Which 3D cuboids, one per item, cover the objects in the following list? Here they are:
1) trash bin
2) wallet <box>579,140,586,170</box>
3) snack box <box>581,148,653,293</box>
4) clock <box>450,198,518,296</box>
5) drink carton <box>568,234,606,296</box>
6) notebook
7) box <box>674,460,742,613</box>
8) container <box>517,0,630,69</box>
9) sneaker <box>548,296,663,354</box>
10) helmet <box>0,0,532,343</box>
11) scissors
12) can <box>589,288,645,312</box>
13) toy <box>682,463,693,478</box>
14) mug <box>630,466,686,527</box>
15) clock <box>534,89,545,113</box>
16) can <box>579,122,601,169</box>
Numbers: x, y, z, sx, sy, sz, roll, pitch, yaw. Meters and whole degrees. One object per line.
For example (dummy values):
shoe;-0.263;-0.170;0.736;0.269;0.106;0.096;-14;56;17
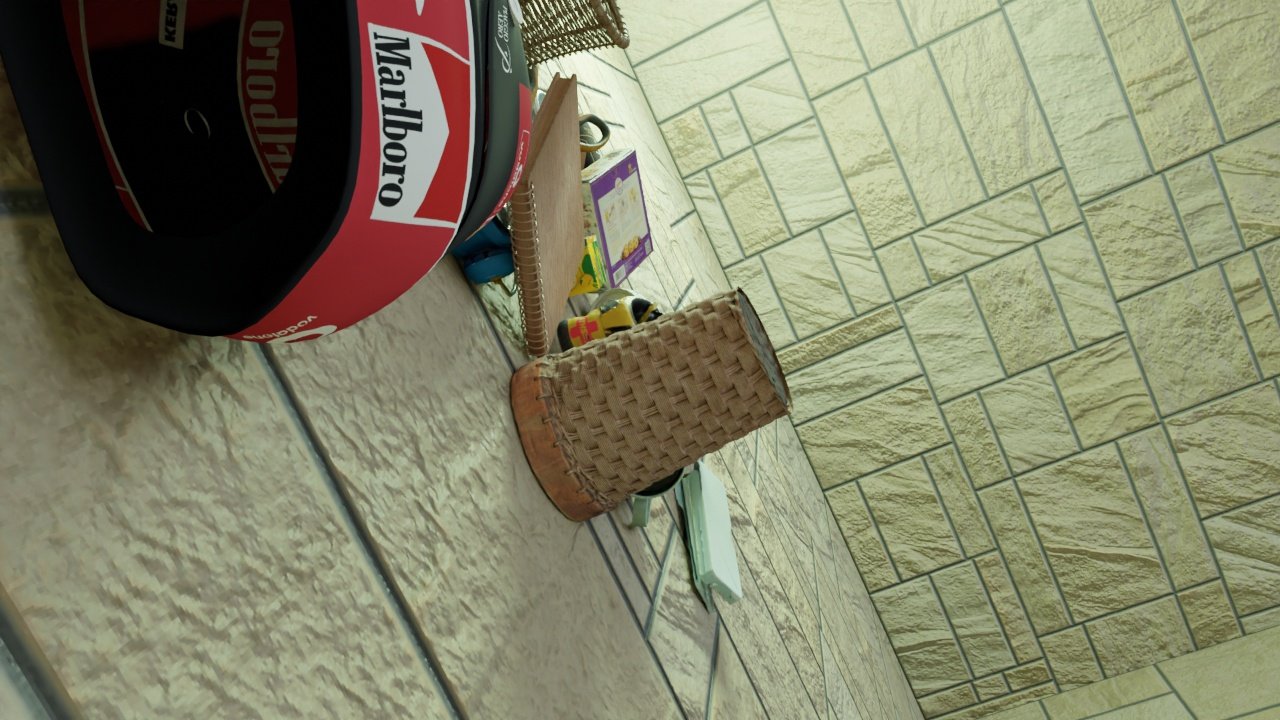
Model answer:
trash bin;0.014;0.035;0.803;0.151;0.210;0.151;59;15;-27
wallet;-0.089;-0.222;1.158;0.087;0.013;0.121;56;41;-76
snack box;-0.038;-0.181;1.178;0.143;0.041;0.148;-50;135;-52
clock;-0.142;-0.130;0.805;0.116;0.060;0.161;-91;157;-62
drink carton;-0.070;-0.110;1.059;0.122;0.041;0.058;-79;156;-80
notebook;-0.082;-0.124;0.832;0.211;0.022;0.168;91;10;-49
box;0.084;0.213;1.147;0.198;0.070;0.085;-95;177;-52
container;-0.147;-0.367;0.888;0.227;0.196;0.226;60;14;-26
sneaker;-0.006;0.006;0.980;0.238;0.122;0.086;41;29;-61
helmet;-0.157;-0.142;0.442;0.224;0.198;0.271;-10;85;-77
scissors;-0.109;-0.279;1.078;0.225;0.016;0.225;11;68;-46
can;-0.009;-0.038;1.148;0.136;0.078;0.078;37;32;-66
toy;0.050;0.107;1.198;0.085;0.074;0.105;125;-21;-54
mug;0.006;0.117;0.954;0.104;0.084;0.111;63;34;-82
clock;-0.133;-0.277;1.118;0.117;0.057;0.083;-89;154;-46
can;-0.086;-0.264;1.251;0.128;0.072;0.072;69;13;12
